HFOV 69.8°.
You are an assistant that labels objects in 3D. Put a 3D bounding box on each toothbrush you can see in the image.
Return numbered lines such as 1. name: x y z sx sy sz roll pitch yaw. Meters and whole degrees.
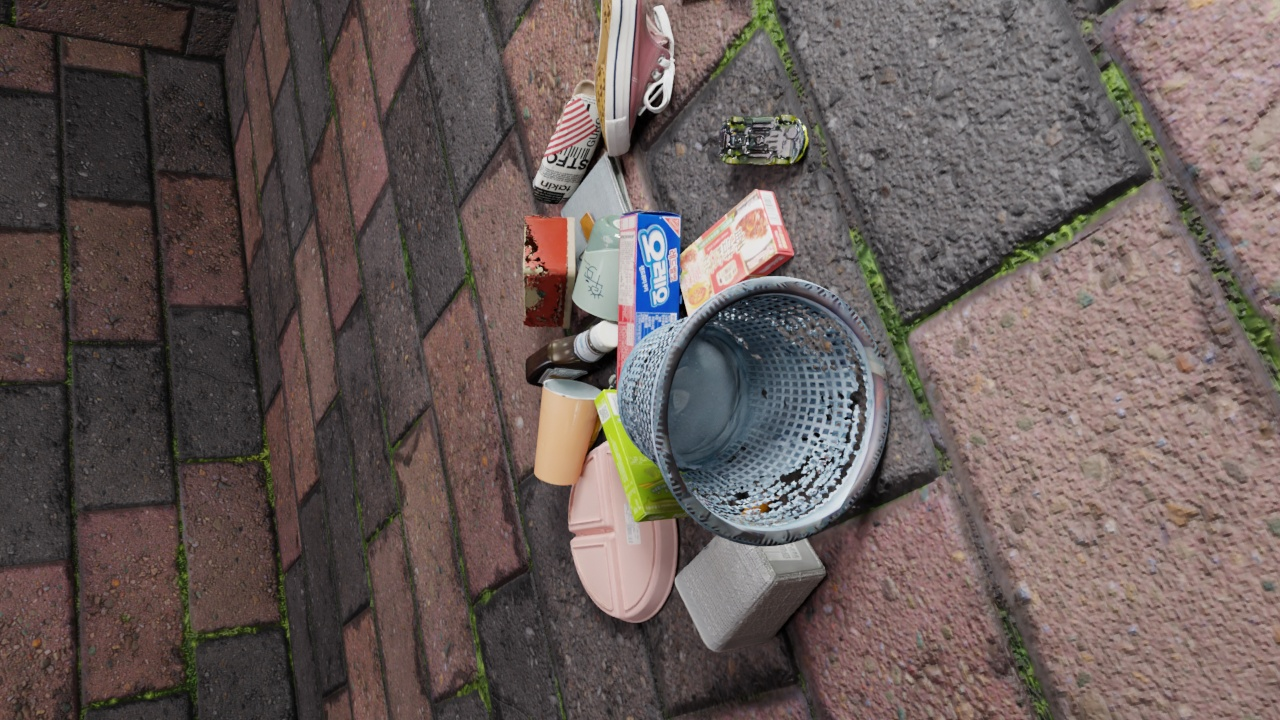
1. toothbrush: -0.063 0.097 1.197 0.016 0.018 0.192 32 122 8

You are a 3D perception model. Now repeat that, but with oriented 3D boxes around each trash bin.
1. trash bin: 0.080 0.038 0.850 0.195 0.226 0.226 -171 82 -68

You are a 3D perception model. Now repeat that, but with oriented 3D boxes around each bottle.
1. bottle: -0.081 -0.007 1.165 0.195 0.079 0.044 -28 61 57

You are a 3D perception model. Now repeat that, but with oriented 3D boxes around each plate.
1. plate: -0.030 0.212 1.148 0.230 0.028 0.229 -1 89 55

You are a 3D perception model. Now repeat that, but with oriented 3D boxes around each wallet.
1. wallet: -0.059 -0.186 1.178 0.130 0.037 0.106 -41 57 49

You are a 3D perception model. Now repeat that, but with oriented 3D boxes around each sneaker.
1. sneaker: -0.003 -0.339 1.055 0.242 0.087 0.118 97 164 -49

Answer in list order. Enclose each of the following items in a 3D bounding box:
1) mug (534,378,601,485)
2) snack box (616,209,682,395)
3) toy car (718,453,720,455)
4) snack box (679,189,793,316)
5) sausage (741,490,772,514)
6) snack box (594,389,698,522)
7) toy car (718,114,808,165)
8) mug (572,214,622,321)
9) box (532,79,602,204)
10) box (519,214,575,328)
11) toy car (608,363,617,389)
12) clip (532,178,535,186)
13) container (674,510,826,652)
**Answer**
1. mug: -0.097 0.092 1.170 0.078 0.078 0.123 30 112 51
2. snack box: 0.009 -0.061 1.020 0.058 0.057 0.207 -168 78 -69
3. toy car: 0.068 0.059 1.002 0.106 0.031 0.049 51 131 39
4. snack box: 0.094 -0.108 0.965 0.153 0.025 0.075 -36 61 49
5. sausage: 0.098 0.191 0.965 0.021 0.021 0.166 58 135 37
6. snack box: 0.009 0.105 1.039 0.026 0.085 0.156 -47 54 43
7. toy car: 0.124 -0.218 0.917 0.105 0.032 0.048 12 100 43
8. mug: -0.018 -0.105 1.086 0.112 0.082 0.106 33 118 27
9. box: -0.096 -0.286 1.199 0.163 0.075 0.087 -65 37 34
10. box: -0.126 -0.109 1.174 0.169 0.078 0.091 105 165 -66
11. toy car: -0.007 0.006 1.106 0.049 0.031 0.106 45 122 50
12. clip: -0.131 -0.259 1.300 0.058 0.035 0.025 -27 70 48
13. container: 0.109 0.211 0.895 0.115 0.090 0.090 -57 47 34
